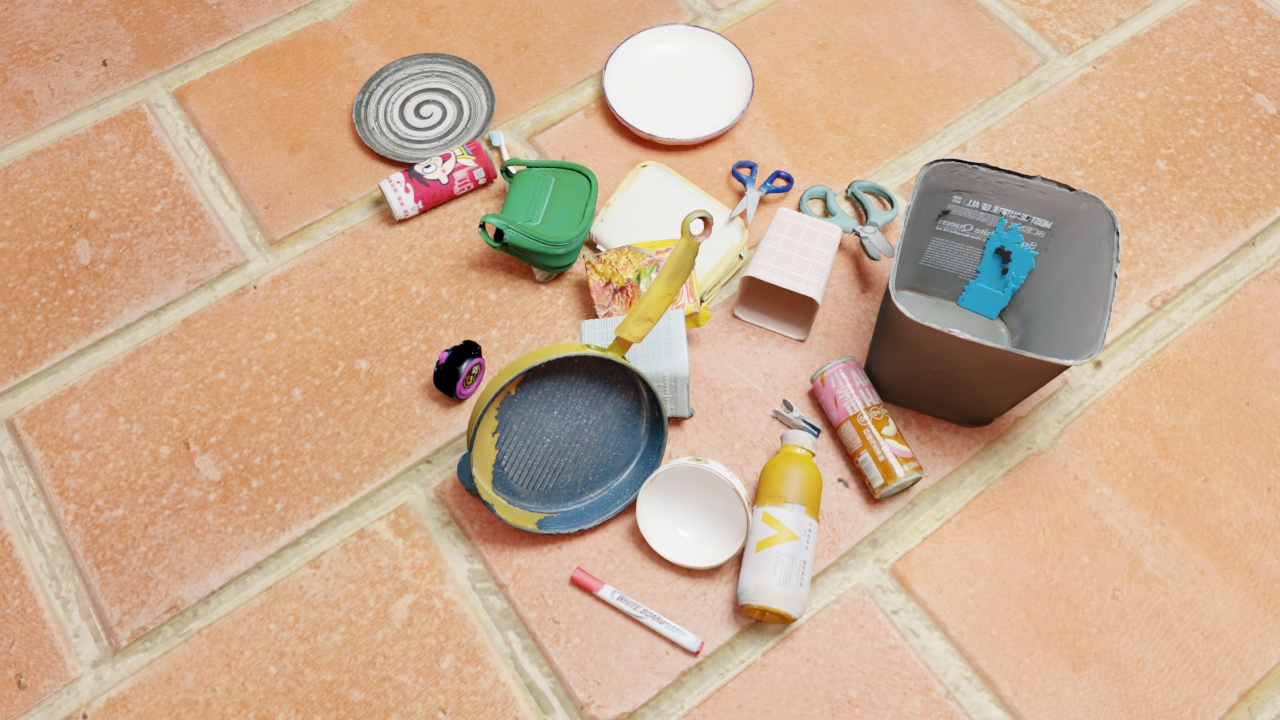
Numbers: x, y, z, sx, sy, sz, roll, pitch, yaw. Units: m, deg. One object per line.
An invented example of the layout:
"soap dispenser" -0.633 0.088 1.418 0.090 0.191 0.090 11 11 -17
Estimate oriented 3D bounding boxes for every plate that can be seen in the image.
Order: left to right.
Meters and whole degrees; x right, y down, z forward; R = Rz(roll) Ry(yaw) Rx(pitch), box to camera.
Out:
"plate" -0.272 -0.316 1.161 0.179 0.024 0.179 1 64 -1
"plate" 0.047 -0.346 1.170 0.192 0.039 0.192 0 64 0

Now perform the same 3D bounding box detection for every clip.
"clip" 0.169 0.065 0.984 0.057 0.025 0.032 38 63 23

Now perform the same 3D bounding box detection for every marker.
"marker" -0.004 0.244 0.898 0.145 0.017 0.017 27 67 12

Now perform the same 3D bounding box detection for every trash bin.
"trash bin" 0.336 -0.053 0.933 0.199 0.220 0.198 17 66 8

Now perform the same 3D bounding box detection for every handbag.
"handbag" -0.113 -0.170 1.038 0.120 0.068 0.131 16 56 -8
"handbag" 0.017 -0.119 1.058 0.163 0.063 0.178 38 84 16

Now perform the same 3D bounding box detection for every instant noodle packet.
"instant noodle packet" 0.007 -0.080 1.004 0.128 0.044 0.110 -12 83 10

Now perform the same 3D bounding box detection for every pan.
"pan" -0.031 0.014 0.856 0.197 0.358 0.078 18 16 -28

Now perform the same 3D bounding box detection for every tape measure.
"tape measure" -0.196 0.011 0.985 0.039 0.057 0.057 27 52 17

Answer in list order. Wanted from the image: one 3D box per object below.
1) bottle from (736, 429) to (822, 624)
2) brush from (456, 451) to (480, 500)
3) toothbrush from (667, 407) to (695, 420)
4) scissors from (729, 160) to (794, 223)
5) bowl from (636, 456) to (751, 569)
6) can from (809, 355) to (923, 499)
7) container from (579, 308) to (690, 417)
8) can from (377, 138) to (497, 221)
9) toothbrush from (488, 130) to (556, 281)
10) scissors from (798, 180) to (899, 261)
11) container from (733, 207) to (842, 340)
"bottle" 0.143 0.161 0.911 0.068 0.068 0.189 12 65 5
"brush" -0.118 0.092 0.937 0.143 0.074 0.055 -18 57 -11
"toothbrush" -0.031 0.061 0.987 0.181 0.018 0.015 -3 57 -4
"scissors" 0.124 -0.200 1.074 0.172 0.012 0.132 -21 48 -40
"bowl" 0.058 0.144 0.912 0.113 0.114 0.062 22 22 10
"can" 0.236 0.070 0.961 0.058 0.058 0.147 -21 66 -11
"container" -0.006 0.006 0.967 0.111 0.090 0.090 -3 49 0
"can" -0.242 -0.215 1.096 0.132 0.053 0.053 -27 68 -13
"toothbrush" -0.143 -0.191 1.100 0.027 0.027 0.224 -8 63 -26
"scissors" 0.266 -0.164 1.062 0.143 0.019 0.180 -15 40 -14
"container" 0.167 -0.100 1.028 0.090 0.090 0.110 20 62 9
